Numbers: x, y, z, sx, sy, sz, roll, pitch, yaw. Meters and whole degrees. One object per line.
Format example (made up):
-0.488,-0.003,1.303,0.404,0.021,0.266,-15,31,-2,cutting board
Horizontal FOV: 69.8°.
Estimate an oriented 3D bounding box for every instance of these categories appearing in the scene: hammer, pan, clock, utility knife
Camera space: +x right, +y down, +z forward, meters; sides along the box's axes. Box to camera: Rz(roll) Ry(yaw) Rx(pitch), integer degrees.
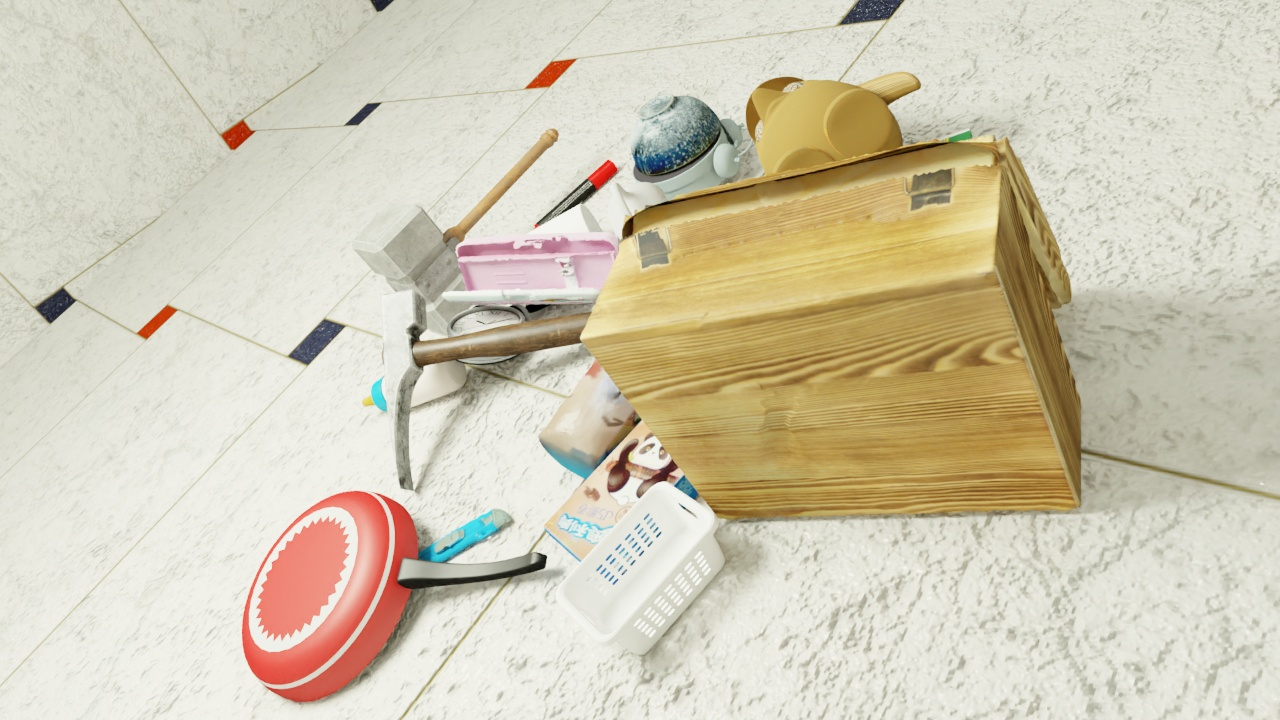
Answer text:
-0.210,-0.202,1.217,0.083,0.163,0.317,16,60,48,hammer
-0.245,0.205,0.865,0.357,0.067,0.208,-17,48,29,pan
-0.132,0.013,0.988,0.301,0.037,0.217,-9,77,8,hammer
0.064,-0.244,1.117,0.160,0.045,0.122,-16,40,25,clock
-0.201,0.190,0.896,0.173,0.015,0.031,-33,34,7,utility knife
-0.177,-0.037,1.084,0.094,0.035,0.122,1,29,9,clock

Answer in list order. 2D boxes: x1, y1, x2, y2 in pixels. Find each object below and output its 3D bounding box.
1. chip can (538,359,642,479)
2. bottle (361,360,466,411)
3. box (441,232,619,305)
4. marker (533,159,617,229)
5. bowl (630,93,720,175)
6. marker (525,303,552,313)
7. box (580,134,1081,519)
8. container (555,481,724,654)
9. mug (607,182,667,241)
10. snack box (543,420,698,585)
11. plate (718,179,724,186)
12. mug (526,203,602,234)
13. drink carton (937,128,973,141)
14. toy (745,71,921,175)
-0.005,0.005,0.887,0.080,0.080,0.229,10,57,45,chip can
-0.280,0.031,1.109,0.146,0.051,0.051,-19,39,22,bottle
-0.125,-0.089,1.049,0.202,0.088,0.095,0,34,17,box
-0.091,-0.223,1.265,0.145,0.021,0.023,-44,14,-10,marker
0.031,-0.281,1.095,0.114,0.061,0.114,-24,36,19,bowl
-0.082,-0.094,1.110,0.139,0.022,0.016,-28,23,14,marker
0.143,-0.041,0.660,0.280,0.257,0.214,-7,47,34,box
0.006,0.167,0.718,0.129,0.049,0.081,-46,37,-13,container
-0.001,-0.154,1.037,0.071,0.107,0.089,-29,56,15,mug
-0.004,0.116,0.798,0.151,0.034,0.087,-46,37,-13,snack box
0.046,-0.202,1.135,0.135,0.011,0.134,-23,38,18,plate
-0.092,-0.143,1.142,0.091,0.074,0.110,-27,11,13,mug
0.290,-0.159,0.859,0.058,0.041,0.122,-16,40,26,drink carton
0.179,-0.229,0.942,0.199,0.162,0.203,-47,21,15,toy
